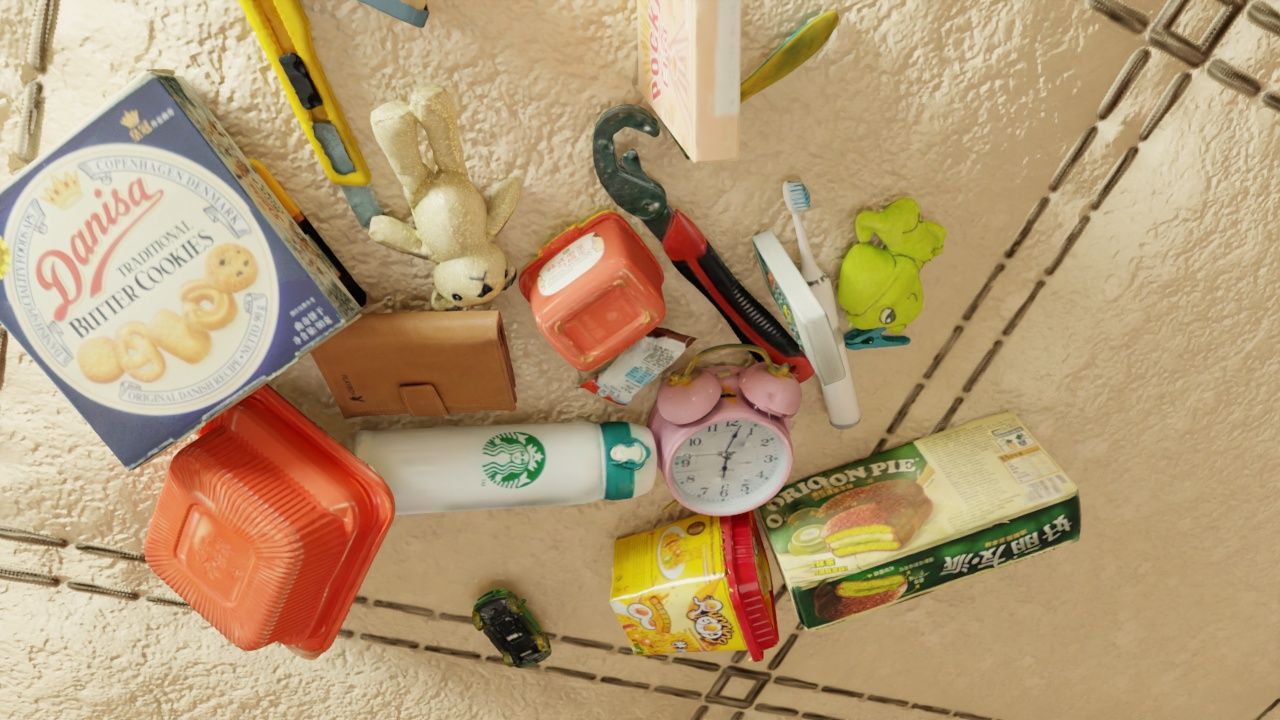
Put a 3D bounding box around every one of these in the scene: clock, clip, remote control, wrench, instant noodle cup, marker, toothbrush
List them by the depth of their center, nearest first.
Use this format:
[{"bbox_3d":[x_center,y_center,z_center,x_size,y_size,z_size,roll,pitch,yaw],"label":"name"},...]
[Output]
[{"bbox_3d":[-0.224,-0.082,0.615,0.018,0.015,0.124,-27,125,8],"label":"marker"},{"bbox_3d":[0.107,-0.039,0.631,0.019,0.135,0.056,-22,123,5],"label":"remote control"},{"bbox_3d":[-0.277,0.124,0.657,0.164,0.078,0.189,35,117,11],"label":"instant noodle cup"},{"bbox_3d":[0.050,-0.070,0.669,0.056,0.016,0.273,-25,125,24],"label":"wrench"},{"bbox_3d":[0.137,-0.038,0.702,0.026,0.026,0.221,4,129,33],"label":"toothbrush"},{"bbox_3d":[0.066,0.052,0.720,0.117,0.059,0.159,-2,122,-5],"label":"clock"},{"bbox_3d":[0.188,-0.021,0.729,0.055,0.013,0.034,-18,122,1],"label":"clip"},{"bbox_3d":[0.045,0.191,0.781,0.124,0.115,0.116,-13,124,11],"label":"instant noodle cup"}]

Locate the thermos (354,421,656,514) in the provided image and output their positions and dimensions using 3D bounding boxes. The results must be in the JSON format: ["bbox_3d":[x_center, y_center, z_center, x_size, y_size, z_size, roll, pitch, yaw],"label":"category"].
[{"bbox_3d":[-0.100,0.081,0.704,0.224,0.073,0.073,-2,121,-10],"label":"thermos"}]

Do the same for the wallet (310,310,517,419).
[{"bbox_3d":[-0.158,0.004,0.648,0.132,0.031,0.108,-1,144,0],"label":"wallet"}]

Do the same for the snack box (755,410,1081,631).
[{"bbox_3d":[0.227,0.131,0.770,0.240,0.114,0.063,-20,123,2],"label":"snack box"}]

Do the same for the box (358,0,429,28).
[{"bbox_3d":[-0.179,-0.239,0.483,0.184,0.089,0.063,22,108,-21],"label":"box"}]

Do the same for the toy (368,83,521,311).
[{"bbox_3d":[-0.124,-0.100,0.592,0.105,0.066,0.157,-26,132,-15],"label":"toy"}]

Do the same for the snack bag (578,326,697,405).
[{"bbox_3d":[-0.004,0.004,0.685,0.048,0.026,0.104,17,138,-28],"label":"snack bag"}]

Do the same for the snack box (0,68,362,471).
[{"bbox_3d":[-0.302,-0.051,0.571,0.178,0.045,0.182,-33,104,10],"label":"snack box"}]

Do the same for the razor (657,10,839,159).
[{"bbox_3d":[0.075,-0.186,0.602,0.133,0.028,0.043,-34,117,8],"label":"razor"}]

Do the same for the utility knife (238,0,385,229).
[{"bbox_3d":[-0.200,-0.160,0.570,0.033,0.015,0.190,-17,123,3],"label":"utility knife"}]

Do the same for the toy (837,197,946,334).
[{"bbox_3d":[0.185,-0.068,0.690,0.096,0.031,0.100,37,106,-21],"label":"toy"}]

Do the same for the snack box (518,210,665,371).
[{"bbox_3d":[-0.032,-0.046,0.634,0.091,0.080,0.082,-35,120,11],"label":"snack box"}]

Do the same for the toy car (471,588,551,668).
[{"bbox_3d":[-0.114,0.236,0.816,0.043,0.036,0.091,-25,123,6],"label":"toy car"}]

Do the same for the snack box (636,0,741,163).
[{"bbox_3d":[0.024,-0.176,0.519,0.026,0.157,0.085,-8,121,-9],"label":"snack box"}]
